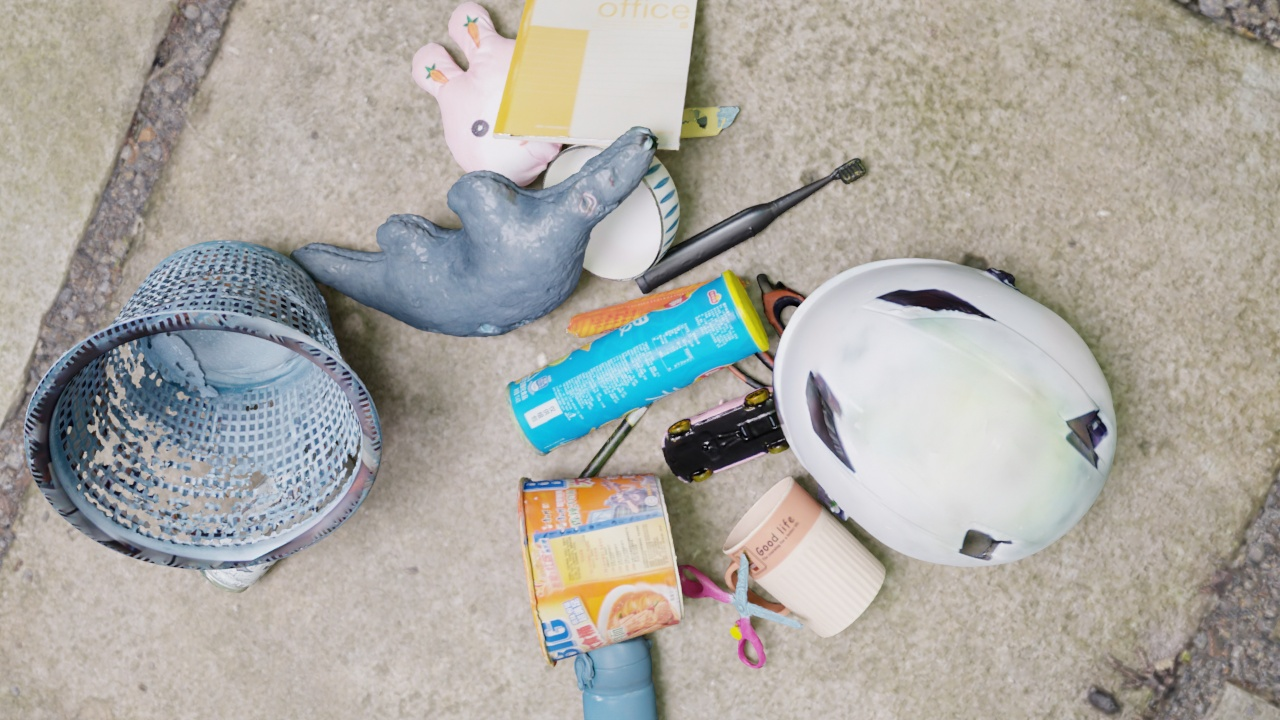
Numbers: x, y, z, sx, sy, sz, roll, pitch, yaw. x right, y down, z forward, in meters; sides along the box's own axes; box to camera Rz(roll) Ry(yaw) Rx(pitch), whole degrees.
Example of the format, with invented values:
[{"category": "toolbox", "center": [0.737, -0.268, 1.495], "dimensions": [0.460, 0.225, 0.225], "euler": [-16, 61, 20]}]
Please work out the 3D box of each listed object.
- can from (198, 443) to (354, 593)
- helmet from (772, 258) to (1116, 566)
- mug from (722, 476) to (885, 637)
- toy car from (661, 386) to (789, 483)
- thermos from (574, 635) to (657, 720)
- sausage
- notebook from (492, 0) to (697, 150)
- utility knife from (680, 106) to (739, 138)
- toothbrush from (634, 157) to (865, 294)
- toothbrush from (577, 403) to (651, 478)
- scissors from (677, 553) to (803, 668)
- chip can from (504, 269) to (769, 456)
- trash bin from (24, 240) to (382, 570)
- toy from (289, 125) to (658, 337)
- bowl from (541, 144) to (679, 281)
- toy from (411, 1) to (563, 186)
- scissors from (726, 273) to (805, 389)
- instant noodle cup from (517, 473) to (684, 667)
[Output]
[{"category": "can", "center": [-0.317, 0.133, 0.801], "dimensions": [0.058, 0.058, 0.147], "euler": [45, 94, 3]}, {"category": "helmet", "center": [0.228, 0.046, 0.674], "dimensions": [0.258, 0.145, 0.229], "euler": [38, 99, -7]}, {"category": "mug", "center": [0.125, 0.170, 0.755], "dimensions": [0.106, 0.081, 0.115], "euler": [42, 121, 2]}, {"category": "toy car", "center": [0.077, 0.061, 0.773], "dimensions": [0.122, 0.037, 0.056], "euler": [-23, 98, 16]}, {"category": "thermos", "center": [-0.015, 0.339, 0.774], "dimensions": [0.070, 0.070, 0.220], "euler": [-6, 91, 5]}, {"category": "sausage", "center": [0.013, -0.046, 0.778], "dimensions": [0.165, 0.021, 0.021], "euler": [-14, 90, 11]}, {"category": "notebook", "center": [-0.030, -0.254, 0.740], "dimensions": [0.146, 0.010, 0.205], "euler": [5, 62, 6]}, {"category": "utility knife", "center": [0.003, -0.204, 0.788], "dimensions": [0.163, 0.018, 0.031], "euler": [-2, 93, 1]}, {"category": "toothbrush", "center": [0.091, -0.115, 0.773], "dimensions": [0.213, 0.026, 0.027], "euler": [-27, 49, 5]}, {"category": "toothbrush", "center": [-0.009, 0.049, 0.790], "dimensions": [0.186, 0.017, 0.012], "euler": [-52, 54, 5]}, {"category": "scissors", "center": [0.078, 0.201, 0.756], "dimensions": [0.136, 0.017, 0.133], "euler": [27, 136, 34]}, {"category": "chip can", "center": [-0.004, 0.004, 0.749], "dimensions": [0.210, 0.071, 0.071], "euler": [-26, 89, 14]}, {"category": "trash bin", "center": [-0.320, 0.013, 0.711], "dimensions": [0.226, 0.195, 0.227], "euler": [-8, 126, -12]}, {"category": "toy", "center": [-0.127, -0.085, 0.742], "dimensions": [0.357, 0.091, 0.138], "euler": [-15, 119, 28]}, {"category": "bowl", "center": [-0.016, -0.131, 0.752], "dimensions": [0.116, 0.066, 0.117], "euler": [19, 130, 25]}, {"category": "toy", "center": [-0.128, -0.225, 0.780], "dimensions": [0.121, 0.054, 0.159], "euler": [-45, 80, 13]}, {"category": "scissors", "center": [0.157, 0.018, 0.775], "dimensions": [0.206, 0.015, 0.193], "euler": [7, 91, 5]}, {"category": "instant noodle cup", "center": [-0.030, 0.159, 0.736], "dimensions": [0.111, 0.151, 0.151], "euler": [-10, 90, -3]}]
